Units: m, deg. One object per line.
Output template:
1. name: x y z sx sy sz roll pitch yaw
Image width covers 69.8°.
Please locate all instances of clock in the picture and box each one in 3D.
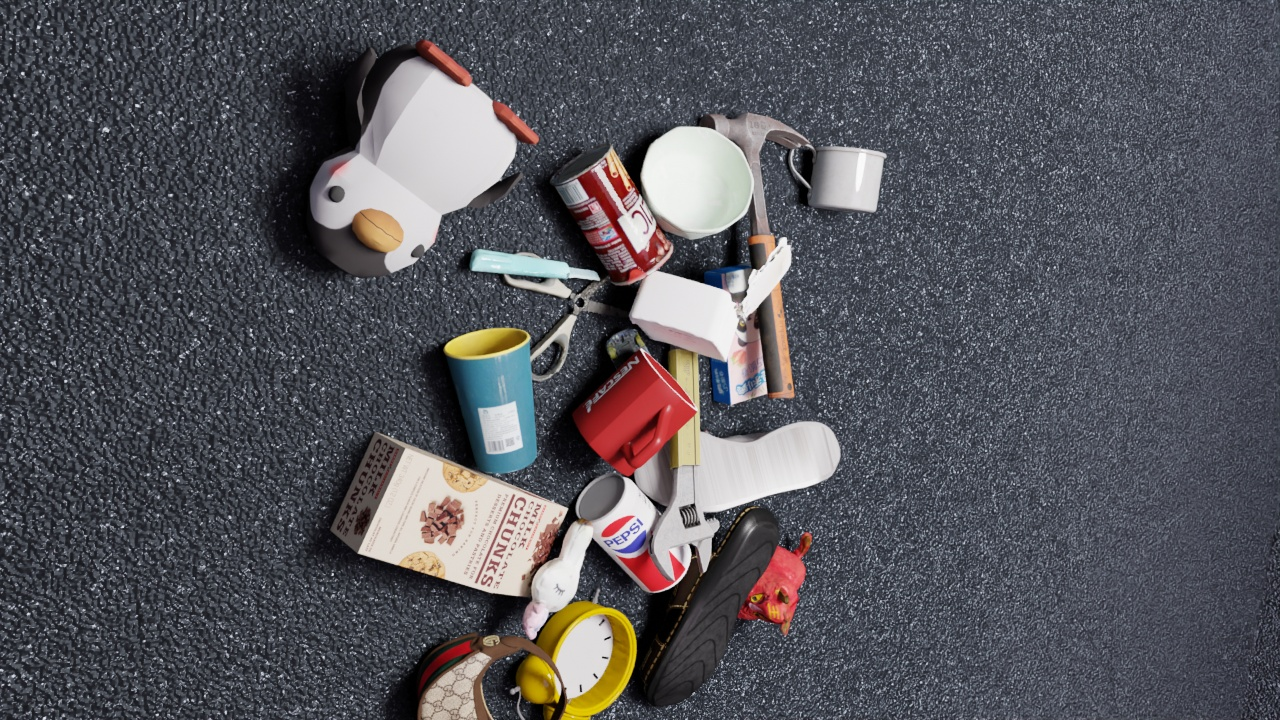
1. clock: -0.069 0.323 0.966 0.151 0.052 0.113 -46 122 -27

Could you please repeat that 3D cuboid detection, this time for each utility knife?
1. utility knife: -0.097 -0.089 0.877 0.141 0.015 0.022 4 70 -34

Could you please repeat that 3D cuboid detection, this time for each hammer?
1. hammer: 0.146 -0.114 1.020 0.137 0.035 0.314 -8 92 -33

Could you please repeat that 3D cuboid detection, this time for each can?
1. can: -0.006 0.184 0.974 0.070 0.070 0.132 -50 123 -19

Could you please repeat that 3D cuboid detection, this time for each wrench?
1. wrench: 0.044 0.094 0.972 0.083 0.018 0.273 7 72 -28

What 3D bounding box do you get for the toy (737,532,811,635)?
1. toy: 0.177 0.268 1.113 0.132 0.094 0.088 -37 118 -28

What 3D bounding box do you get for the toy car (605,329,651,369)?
1. toy car: -0.006 0.006 0.966 0.038 0.027 0.090 -29 119 -4

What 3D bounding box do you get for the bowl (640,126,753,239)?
1. bowl: 0.052 -0.176 0.948 0.117 0.061 0.117 3 76 -11

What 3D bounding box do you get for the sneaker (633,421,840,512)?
1. sneaker: 0.102 0.122 1.041 0.236 0.090 0.099 -6 76 -13

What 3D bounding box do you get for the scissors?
1. scissors: -0.077 -0.056 0.915 0.157 0.013 0.170 43 68 -33

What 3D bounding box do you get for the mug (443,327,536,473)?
1. mug: -0.133 0.039 0.853 0.078 0.078 0.121 -20 114 -33

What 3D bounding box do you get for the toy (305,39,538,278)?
1. toy: -0.199 -0.155 0.753 0.159 0.140 0.184 37 91 -35

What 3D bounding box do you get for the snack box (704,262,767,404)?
1. snack box: 0.120 -0.033 1.054 0.087 0.033 0.154 -15 107 -33

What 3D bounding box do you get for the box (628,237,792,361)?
1. box: 0.084 -0.073 0.933 0.107 0.152 0.132 34 73 -73

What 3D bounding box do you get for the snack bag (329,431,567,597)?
1. snack bag: -0.163 0.151 0.851 0.206 0.070 0.094 29 80 -37

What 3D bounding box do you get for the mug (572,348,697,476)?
1. mug: -0.001 0.058 0.909 0.096 0.116 0.080 -44 121 6

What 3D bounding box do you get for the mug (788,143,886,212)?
1. mug: 0.228 -0.215 1.081 0.113 0.084 0.070 6 98 -3

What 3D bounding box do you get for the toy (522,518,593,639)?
1. toy: -0.081 0.216 0.902 0.122 0.038 0.079 -61 168 -22

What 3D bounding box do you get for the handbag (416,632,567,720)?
1. handbag: -0.139 0.340 0.885 0.138 0.063 0.166 -17 109 -8

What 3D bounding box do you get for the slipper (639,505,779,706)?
1. slipper: 0.069 0.276 1.044 0.112 0.076 0.268 17 104 -43

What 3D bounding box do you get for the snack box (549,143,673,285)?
1. snack box: -0.027 -0.142 0.896 0.072 0.072 0.121 -44 117 -23
